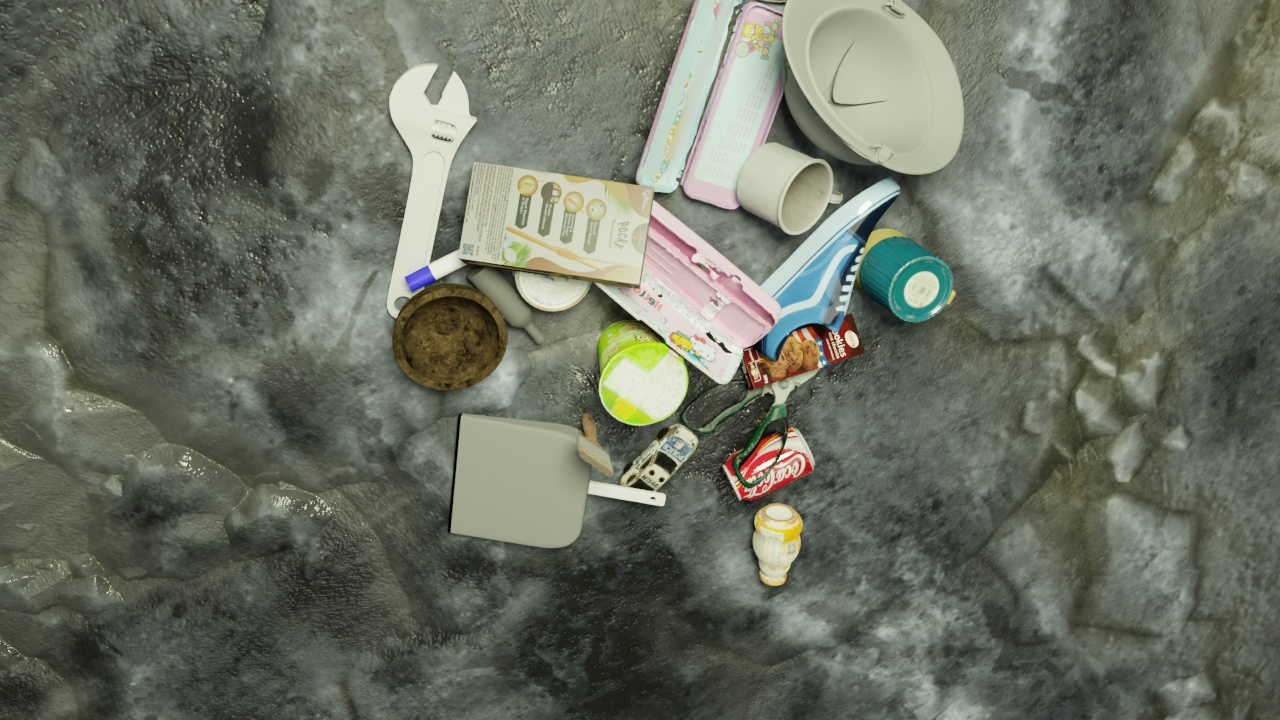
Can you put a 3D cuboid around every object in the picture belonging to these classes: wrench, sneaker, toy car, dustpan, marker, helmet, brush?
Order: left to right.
[{"bbox_3d":[-0.236,-0.170,0.958,0.086,0.018,0.274,12,112,-17],"label":"wrench"},{"bbox_3d":[-0.185,-0.114,0.984,0.141,0.020,0.020,-28,117,-6],"label":"marker"},{"bbox_3d":[-0.098,0.154,1.115,0.257,0.033,0.163,10,112,0],"label":"dustpan"},{"bbox_3d":[-0.055,0.089,1.044,0.045,0.143,0.008,37,100,-16],"label":"brush"},{"bbox_3d":[0.024,0.128,1.137,0.048,0.040,0.113,38,101,-25],"label":"toy car"},{"bbox_3d":[0.217,-0.093,1.037,0.242,0.083,0.098,-45,80,17],"label":"sneaker"},{"bbox_3d":[0.209,-0.278,0.951,0.270,0.118,0.183,14,78,-34],"label":"helmet"}]

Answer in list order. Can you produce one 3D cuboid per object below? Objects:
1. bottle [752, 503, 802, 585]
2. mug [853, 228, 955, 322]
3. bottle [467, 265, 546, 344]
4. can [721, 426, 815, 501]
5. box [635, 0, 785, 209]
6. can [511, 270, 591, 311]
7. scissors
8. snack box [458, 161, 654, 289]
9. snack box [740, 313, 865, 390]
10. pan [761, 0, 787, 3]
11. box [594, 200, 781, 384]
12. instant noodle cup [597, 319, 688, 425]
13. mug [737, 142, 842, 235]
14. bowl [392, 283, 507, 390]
[{"bbox_3d":[0.179,0.245,1.214,0.063,0.063,0.109,-5,118,-10],"label":"bottle"},{"bbox_3d":[0.313,-0.095,1.062,0.113,0.107,0.083,18,107,-20],"label":"mug"},{"bbox_3d":[-0.144,-0.060,1.019,0.030,0.030,0.113,-37,116,6],"label":"bottle"},{"bbox_3d":[0.161,0.131,1.155,0.105,0.064,0.064,-26,117,0],"label":"can"},{"bbox_3d":[0.079,-0.272,0.961,0.149,0.049,0.214,5,115,-37],"label":"box"},{"bbox_3d":[-0.097,-0.100,1.005,0.086,0.043,0.086,-5,116,-11],"label":"can"},{"bbox_3d":[0.138,0.038,1.124,0.147,0.015,0.209,31,86,5],"label":"scissors"},{"bbox_3d":[-0.085,-0.138,0.945,0.186,0.031,0.101,8,87,2],"label":"snack box"},{"bbox_3d":[0.192,-0.010,1.103,0.141,0.032,0.051,-17,86,-4],"label":"snack box"},{"bbox_3d":[0.230,-0.463,0.914,0.356,0.055,0.187,-6,115,-5],"label":"pan"},{"bbox_3d":[0.043,-0.069,0.982,0.202,0.102,0.087,39,143,-5],"label":"box"},{"bbox_3d":[-0.006,0.006,1.037,0.099,0.108,0.099,-5,115,-10],"label":"instant noodle cup"},{"bbox_3d":[0.166,-0.188,1.000,0.113,0.070,0.084,-7,123,-44],"label":"mug"},{"bbox_3d":[-0.210,-0.033,1.002,0.121,0.056,0.121,-8,119,-14],"label":"bowl"}]
